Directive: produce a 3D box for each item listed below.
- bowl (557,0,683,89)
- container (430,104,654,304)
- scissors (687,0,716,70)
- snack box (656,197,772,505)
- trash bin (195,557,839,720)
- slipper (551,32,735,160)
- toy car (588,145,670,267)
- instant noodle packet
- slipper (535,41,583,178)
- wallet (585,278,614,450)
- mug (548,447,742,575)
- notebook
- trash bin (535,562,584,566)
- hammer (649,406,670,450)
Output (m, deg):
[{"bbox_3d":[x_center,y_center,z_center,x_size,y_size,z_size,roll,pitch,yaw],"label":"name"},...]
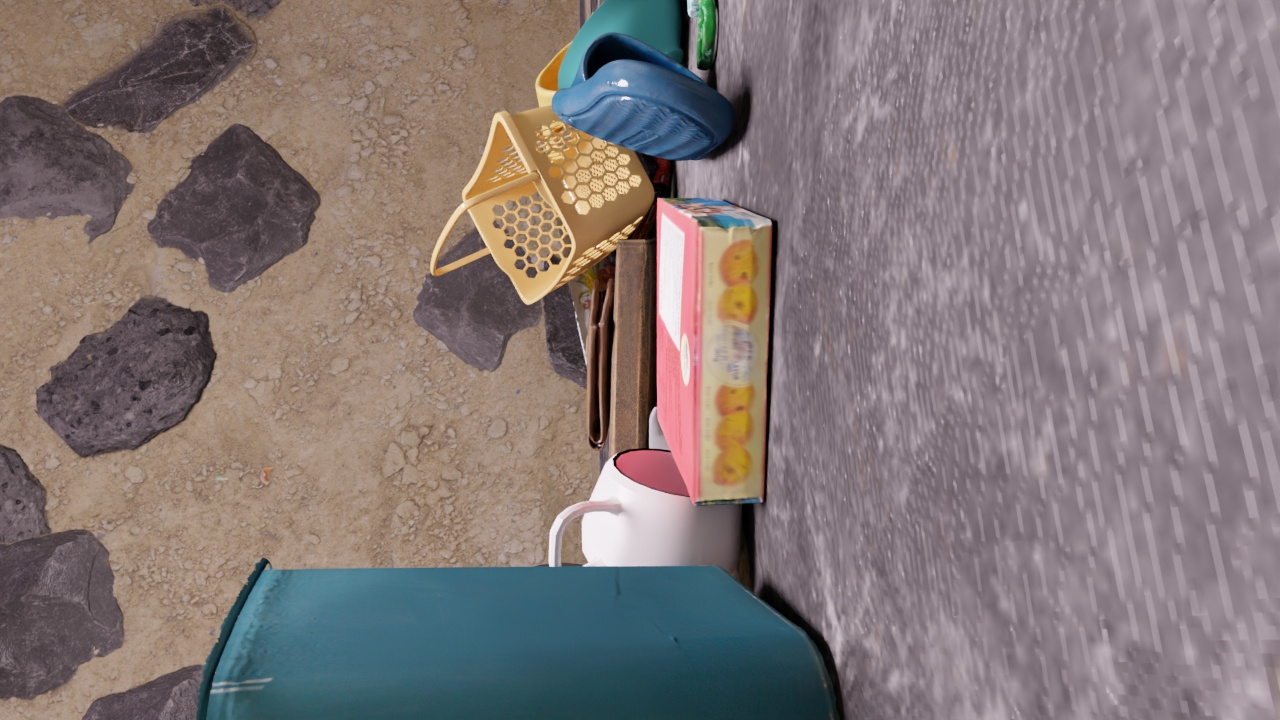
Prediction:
[{"bbox_3d":[-0.002,-0.232,0.699,0.046,0.121,0.121,48,167,7],"label":"bowl"},{"bbox_3d":[-0.097,-0.123,0.786,0.129,0.166,0.184,62,157,1],"label":"container"},{"bbox_3d":[0.040,-0.250,0.570,0.116,0.012,0.130,-100,9,-59],"label":"scissors"},{"bbox_3d":[0.036,-0.013,0.505,0.145,0.040,0.143,-113,23,-74],"label":"snack box"},{"bbox_3d":[-0.049,0.182,0.385,0.199,0.218,0.196,-166,73,-74],"label":"trash bin"},{"bbox_3d":[0.006,-0.161,0.565,0.214,0.103,0.059,-138,68,-73],"label":"slipper"},{"bbox_3d":[-0.016,-0.157,0.860,0.081,0.056,0.190,57,159,13],"label":"toy car"},{"bbox_3d":[-0.041,-0.090,0.969,0.146,0.057,0.269,29,-134,-62],"label":"instant noodle packet"},{"bbox_3d":[-0.046,-0.262,0.840,0.099,0.078,0.264,-57,1,-29],"label":"slipper"},{"bbox_3d":[-0.034,0.001,0.789,0.098,0.027,0.121,-85,-2,-61],"label":"wallet"},{"bbox_3d":[-0.001,0.098,0.506,0.090,0.123,0.076,25,109,46],"label":"mug"},{"bbox_3d":[-0.004,0.004,0.777,0.190,0.034,0.215,-62,-26,-80],"label":"notebook"},{"bbox_3d":[-0.066,0.342,0.871,0.244,0.217,0.216,85,180,-56],"label":"trash bin"},{"bbox_3d":[0.035,0.132,0.615,0.310,0.029,0.125,-106,15,-68],"label":"hammer"}]
